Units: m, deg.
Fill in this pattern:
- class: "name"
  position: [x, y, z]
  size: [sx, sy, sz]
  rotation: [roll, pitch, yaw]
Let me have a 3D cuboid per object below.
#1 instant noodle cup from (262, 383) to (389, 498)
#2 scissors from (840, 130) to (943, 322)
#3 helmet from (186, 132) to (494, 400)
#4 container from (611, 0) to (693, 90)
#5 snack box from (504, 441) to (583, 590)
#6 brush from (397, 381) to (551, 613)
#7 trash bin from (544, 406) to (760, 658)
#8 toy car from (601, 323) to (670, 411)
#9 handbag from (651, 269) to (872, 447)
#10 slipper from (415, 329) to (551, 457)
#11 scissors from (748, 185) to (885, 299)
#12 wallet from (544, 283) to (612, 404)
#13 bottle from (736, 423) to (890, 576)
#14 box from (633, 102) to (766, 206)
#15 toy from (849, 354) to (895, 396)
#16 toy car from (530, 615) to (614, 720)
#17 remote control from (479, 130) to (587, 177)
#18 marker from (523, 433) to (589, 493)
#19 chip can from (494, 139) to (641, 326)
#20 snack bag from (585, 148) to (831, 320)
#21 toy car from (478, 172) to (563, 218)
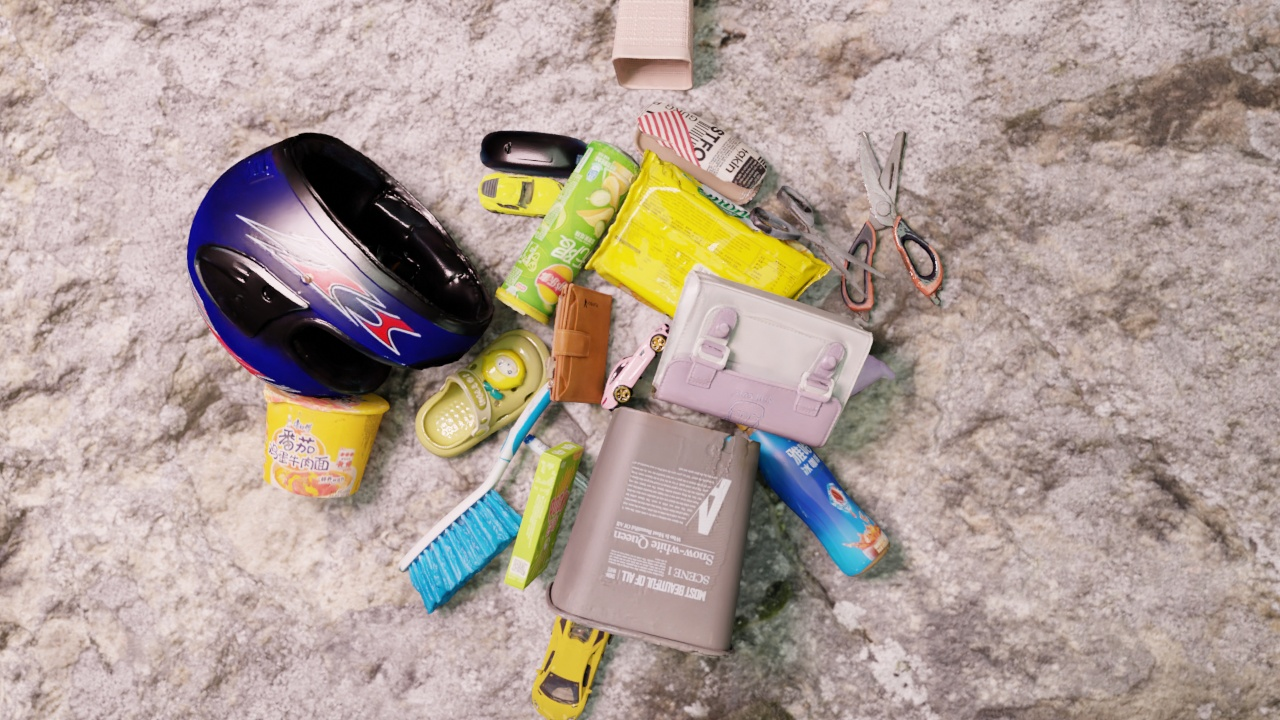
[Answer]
- class: "instant noodle cup"
  position: [-0.371, 0.090, 1.059]
  size: [0.138, 0.138, 0.110]
  rotation: [15, 97, 6]
- class: "scissors"
  position: [0.285, -0.151, 1.058]
  size: [0.189, 0.015, 0.221]
  rotation: [-44, 83, 3]
- class: "helmet"
  position: [-0.342, -0.075, 1.005]
  size: [0.315, 0.246, 0.241]
  rotation: [46, 111, 3]
- class: "container"
  position: [0.019, -0.383, 1.058]
  size: [0.090, 0.090, 0.111]
  rotation: [4, 85, 6]
- class: "snack box"
  position: [-0.108, 0.173, 1.037]
  size: [0.026, 0.085, 0.156]
  rotation: [18, 97, 11]
- class: "brush"
  position: [-0.167, 0.154, 1.064]
  size: [0.315, 0.060, 0.109]
  rotation: [-43, 79, 7]
- class: "trash bin"
  position: [0.021, 0.174, 0.978]
  size: [0.199, 0.199, 0.219]
  rotation: [15, 85, -4]
- class: "toy car"
  position: [-0.006, 0.006, 1.060]
  size: [0.037, 0.056, 0.122]
  rotation: [36, 92, 0]
- class: "handbag"
  position: [0.125, 0.002, 0.974]
  size: [0.197, 0.098, 0.145]
  rotation: [17, 107, -8]
- class: "slipper"
  position: [-0.186, 0.043, 1.065]
  size: [0.190, 0.081, 0.091]
  rotation: [-39, 87, 5]
- class: "scissors"
  position: [0.197, -0.135, 1.026]
  size: [0.181, 0.159, 0.014]
  rotation: [17, 134, -21]
- class: "wallet"
  position: [-0.068, -0.017, 1.043]
  size: [0.031, 0.107, 0.131]
  rotation: [5, 87, 25]
- class: "bottle"
  position: [0.186, 0.141, 1.029]
  size: [0.065, 0.065, 0.218]
  rotation: [-41, 85, 3]
- class: "box"
  position: [0.068, -0.238, 1.073]
  size: [0.163, 0.081, 0.074]
  rotation: [28, 59, 7]
- class: "toy"
  position: [0.222, 0.018, 1.044]
  size: [0.108, 0.039, 0.084]
  rotation: [-38, 86, 8]
- class: "toy car"
  position: [-0.079, 0.347, 1.061]
  size: [0.071, 0.041, 0.156]
  rotation: [20, 91, 7]
- class: "remote control"
  position: [-0.128, -0.248, 1.098]
  size: [0.136, 0.024, 0.053]
  rotation: [7, 89, 6]
- class: "marker"
  position: [-0.079, 0.136, 1.081]
  size: [0.146, 0.017, 0.017]
  rotation: [38, 91, 6]
- class: "chip can"
  position: [-0.081, -0.150, 1.065]
  size: [0.072, 0.072, 0.221]
  rotation: [32, 91, 6]
- class: "snack bag"
  position: [0.070, -0.107, 1.038]
  size: [0.246, 0.068, 0.158]
  rotation: [33, 102, 3]
- class: "toy car"
  position: [-0.142, -0.198, 1.094]
  size: [0.105, 0.032, 0.048]
  rotation: [7, 88, 4]
